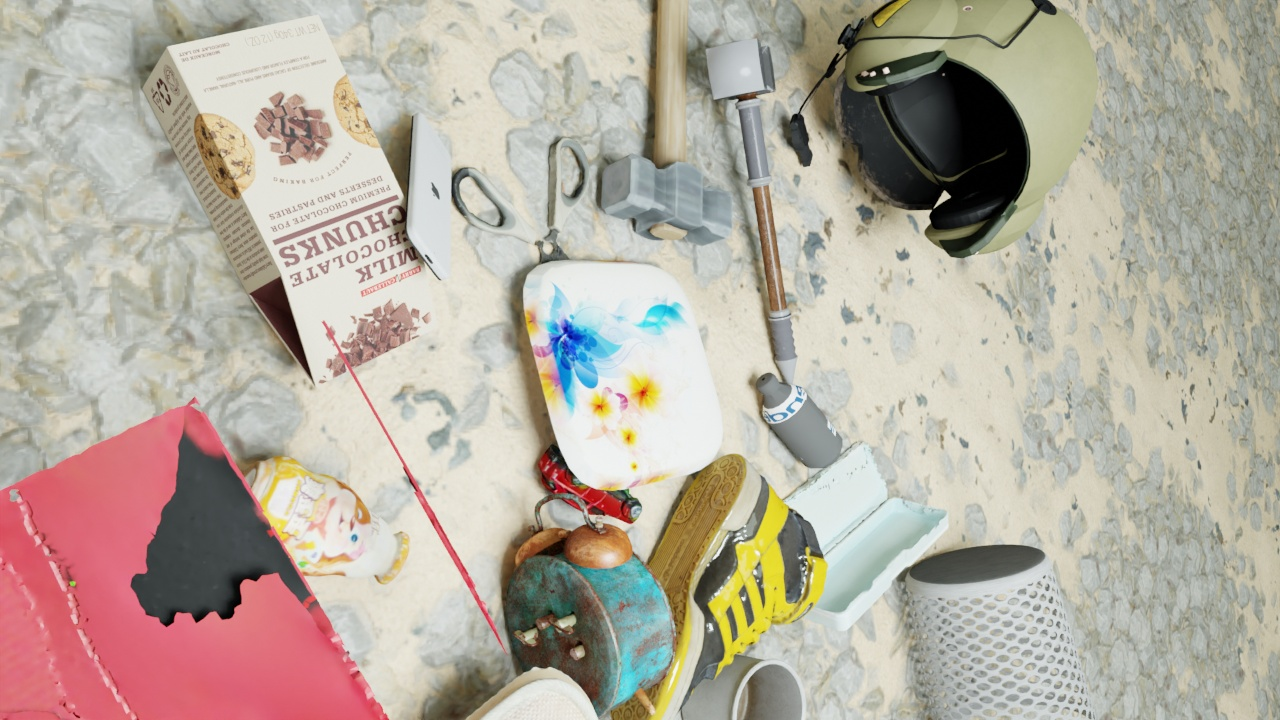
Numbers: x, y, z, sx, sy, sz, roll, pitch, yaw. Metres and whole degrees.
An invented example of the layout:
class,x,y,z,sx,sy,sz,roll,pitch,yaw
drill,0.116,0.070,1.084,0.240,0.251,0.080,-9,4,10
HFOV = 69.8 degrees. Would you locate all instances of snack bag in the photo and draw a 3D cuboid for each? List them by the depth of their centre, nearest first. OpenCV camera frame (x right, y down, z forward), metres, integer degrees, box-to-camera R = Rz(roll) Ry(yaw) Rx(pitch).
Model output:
class,x,y,z,sx,sy,sz,roll,pitch,yaw
snack bag,-0.211,-0.096,0.581,0.094,0.070,0.206,-32,104,-37

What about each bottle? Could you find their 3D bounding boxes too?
class,x,y,z,sx,sy,sz,roll,pitch,yaw
bottle,-0.198,0.104,0.568,0.109,0.063,0.063,33,64,-32
bottle,0.146,0.055,0.860,0.112,0.047,0.046,48,58,-23

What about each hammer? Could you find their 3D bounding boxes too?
class,x,y,z,sx,sy,sz,roll,pitch,yaw
hammer,0.028,-0.264,0.812,0.117,0.051,0.322,12,74,-39
hammer,0.116,-0.127,0.847,0.155,0.043,0.322,-51,132,-70

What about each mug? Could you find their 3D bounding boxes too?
class,x,y,z,sx,sy,sz,roll,pitch,yaw
mug,0.088,0.302,0.763,0.084,0.071,0.113,-7,89,-39

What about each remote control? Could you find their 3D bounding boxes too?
class,x,y,z,sx,sy,sz,roll,pitch,yaw
remote control,-0.142,-0.114,0.619,0.146,0.008,0.045,-101,166,-44

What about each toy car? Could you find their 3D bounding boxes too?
class,x,y,z,sx,sy,sz,roll,pitch,yaw
toy car,-0.038,0.098,0.710,0.091,0.042,0.036,30,96,-25

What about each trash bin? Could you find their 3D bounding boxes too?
class,x,y,z,sx,sy,sz,roll,pitch,yaw
trash bin,0.360,0.294,0.931,0.156,0.157,0.183,-13,89,-39

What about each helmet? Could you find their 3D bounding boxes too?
class,x,y,z,sx,sy,sz,roll,pitch,yaw
helmet,0.286,-0.229,0.862,0.232,0.256,0.250,-47,113,-30

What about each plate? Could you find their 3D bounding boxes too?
class,x,y,z,sx,sy,sz,roll,pitch,yaw
plate,-0.004,0.004,0.733,0.186,0.016,0.187,-5,77,-47

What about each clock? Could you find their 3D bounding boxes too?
class,x,y,z,sx,sy,sz,roll,pitch,yaw
clock,-0.045,0.172,0.646,0.073,0.122,0.157,-13,87,-43

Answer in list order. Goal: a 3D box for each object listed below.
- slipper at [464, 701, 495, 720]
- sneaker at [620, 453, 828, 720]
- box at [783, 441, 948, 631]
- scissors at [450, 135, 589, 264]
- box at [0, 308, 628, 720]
class,x,y,z,sx,sy,sz,roll,pitch,yaw
slipper,-0.134,0.292,0.552,0.262,0.052,0.115,-36,109,-15
sneaker,0.067,0.206,0.745,0.122,0.086,0.238,38,65,-25
box,0.200,0.162,0.874,0.196,0.078,0.122,-29,83,-39
scissors,-0.080,-0.105,0.723,0.157,0.013,0.170,19,73,-35
box,-0.199,0.140,0.368,0.123,0.379,0.211,-41,109,-52
